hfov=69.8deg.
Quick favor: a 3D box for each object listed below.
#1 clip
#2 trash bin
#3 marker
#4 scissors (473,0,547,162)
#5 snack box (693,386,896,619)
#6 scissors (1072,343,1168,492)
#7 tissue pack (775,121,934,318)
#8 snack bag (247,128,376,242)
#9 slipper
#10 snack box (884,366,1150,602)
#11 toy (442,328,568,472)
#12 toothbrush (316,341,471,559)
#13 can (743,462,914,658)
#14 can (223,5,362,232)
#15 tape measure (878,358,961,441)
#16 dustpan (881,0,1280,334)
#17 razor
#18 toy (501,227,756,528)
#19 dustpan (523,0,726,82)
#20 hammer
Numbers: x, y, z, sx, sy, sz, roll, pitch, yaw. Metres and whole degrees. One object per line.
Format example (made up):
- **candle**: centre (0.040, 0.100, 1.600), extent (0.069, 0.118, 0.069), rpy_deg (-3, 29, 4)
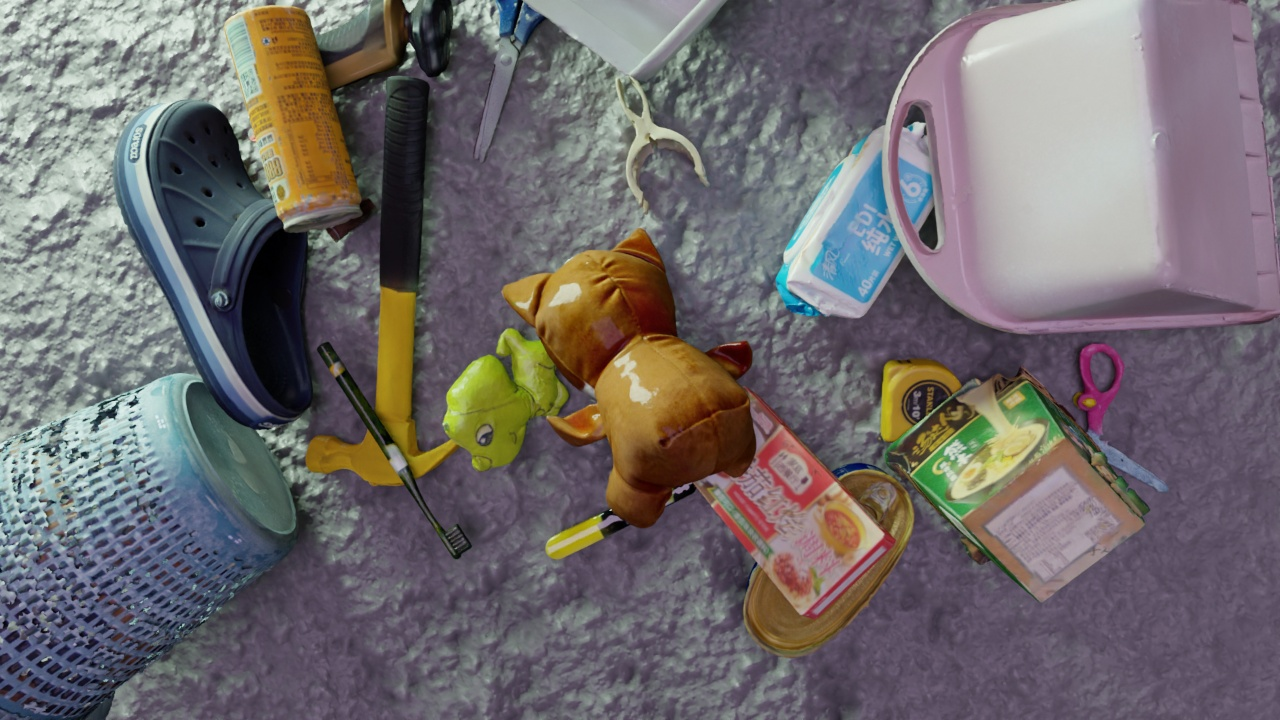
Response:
- **clip**: centre (0.001, -0.149, 0.662), extent (0.101, 0.035, 0.096), rpy_deg (41, 95, 9)
- **trash bin**: centre (-0.362, 0.119, 0.640), extent (0.195, 0.227, 0.226), rpy_deg (-30, 88, -6)
- **marker**: centre (-0.014, 0.116, 0.683), extent (0.124, 0.015, 0.018), rpy_deg (-26, 89, 4)
- **scissors**: centre (-0.108, -0.235, 0.684), extent (0.105, 0.012, 0.175), rpy_deg (41, 97, 2)
- **snack box**: centre (0.093, 0.092, 0.622), extent (0.075, 0.025, 0.153), rpy_deg (-46, 52, 8)
- **scissors**: centre (0.305, 0.056, 0.641), extent (0.125, 0.017, 0.133), rpy_deg (-7, 95, 5)
- **tissue pack**: centre (0.145, -0.091, 0.617), extent (0.063, 0.090, 0.140), rpy_deg (31, 95, 0)
- **snack bag**: centre (-0.246, -0.143, 0.688), extent (0.048, 0.026, 0.104), rpy_deg (-35, 107, 11)
- **slipper**: centre (-0.291, -0.076, 0.664), extent (0.095, 0.105, 0.253), rpy_deg (-18, 90, 8)
- **snack box**: centre (0.242, 0.083, 0.588), extent (0.118, 0.105, 0.118), rpy_deg (44, 104, -8)
- **toy**: centre (-0.099, 0.027, 0.665), extent (0.100, 0.031, 0.096), rpy_deg (-13, 93, -30)
- **toothbrush**: centre (-0.179, 0.064, 0.669), extent (0.017, 0.012, 0.186), rpy_deg (-33, 90, 3)
- **can**: centre (0.130, 0.139, 0.647), extent (0.074, 0.049, 0.148), rpy_deg (37, 96, 4)
- **can**: centre (-0.241, -0.167, 0.640), extent (0.058, 0.058, 0.146), rpy_deg (-14, 94, 7)
- **tape measure**: centre (0.196, 0.027, 0.645), extent (0.057, 0.028, 0.060), rpy_deg (-1, 107, 4)
- **dustpan**: centre (0.288, -0.127, 0.589), extent (0.139, 0.272, 0.222), rpy_deg (-7, 87, 48)
- **razor**: centre (-0.214, -0.223, 0.681), extent (0.168, 0.062, 0.068), rpy_deg (-19, 121, 12)
- **toy**: centre (-0.004, 0.004, 0.623), extent (0.140, 0.131, 0.199), rpy_deg (-23, 68, -25)
- **dustpan**: centre (-0.011, -0.310, 0.581), extent (0.222, 0.257, 0.143), rpy_deg (37, 119, 5)
- **hammer**: centre (-0.178, -0.054, 0.681), extent (0.129, 0.032, 0.301), rpy_deg (4, 96, 6)
